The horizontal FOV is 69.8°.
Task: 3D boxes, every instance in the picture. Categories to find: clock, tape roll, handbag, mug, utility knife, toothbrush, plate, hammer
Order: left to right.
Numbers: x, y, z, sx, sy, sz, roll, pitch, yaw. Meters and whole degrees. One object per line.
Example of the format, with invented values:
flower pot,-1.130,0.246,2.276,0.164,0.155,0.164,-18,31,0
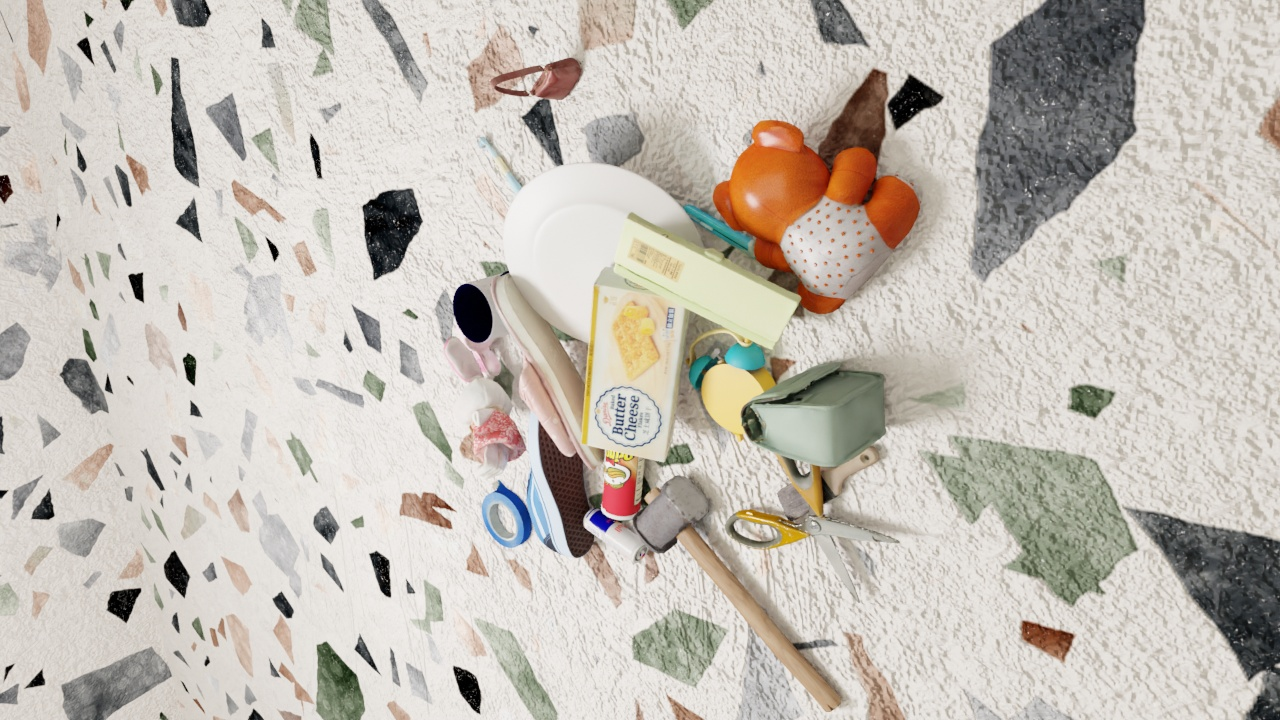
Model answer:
tape roll,-0.203,0.238,1.386,0.091,0.016,0.093,41,129,23
mug,-0.173,-0.082,1.182,0.078,0.096,0.112,53,133,14
toothbrush,-0.164,-0.225,1.176,0.155,0.016,0.022,54,165,13
handbag,-0.122,-0.314,1.032,0.029,0.119,0.056,55,133,12
plate,-0.044,-0.107,1.033,0.243,0.016,0.243,10,130,12
utility knife,0.065,-0.154,0.999,0.162,0.015,0.022,34,151,30
clock,0.104,0.026,1.014,0.099,0.043,0.129,-22,97,44
hammer,0.118,0.283,1.099,0.328,0.052,0.098,49,132,13
handbag,0.174,0.048,0.901,0.106,0.121,0.067,9,111,40

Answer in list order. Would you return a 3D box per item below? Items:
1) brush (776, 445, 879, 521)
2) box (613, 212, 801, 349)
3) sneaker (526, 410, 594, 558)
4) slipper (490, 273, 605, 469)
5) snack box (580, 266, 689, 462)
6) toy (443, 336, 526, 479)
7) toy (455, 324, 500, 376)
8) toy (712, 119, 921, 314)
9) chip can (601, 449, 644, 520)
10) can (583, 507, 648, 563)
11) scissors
brush,0.200,0.130,0.984,0.039,0.012,0.152,57,135,9
box,0.064,-0.076,0.923,0.188,0.127,0.066,27,87,5
sneaker,-0.132,0.153,1.246,0.098,0.083,0.241,8,113,40
slipper,-0.120,0.019,1.136,0.054,0.114,0.274,-22,108,13
snack box,-0.006,0.006,1.032,0.104,0.057,0.208,11,118,10
toy,-0.213,0.076,1.249,0.159,0.084,0.194,76,172,-55
toy,-0.228,-0.030,1.287,0.064,0.047,0.110,-1,110,54
toy,0.159,-0.141,0.875,0.172,0.092,0.164,43,133,6
chip can,-0.017,0.094,1.140,0.052,0.051,0.215,23,120,34
can,-0.033,0.232,1.220,0.095,0.032,0.032,30,124,31
scissors,0.174,0.160,0.999,0.226,0.016,0.230,-1,108,43
